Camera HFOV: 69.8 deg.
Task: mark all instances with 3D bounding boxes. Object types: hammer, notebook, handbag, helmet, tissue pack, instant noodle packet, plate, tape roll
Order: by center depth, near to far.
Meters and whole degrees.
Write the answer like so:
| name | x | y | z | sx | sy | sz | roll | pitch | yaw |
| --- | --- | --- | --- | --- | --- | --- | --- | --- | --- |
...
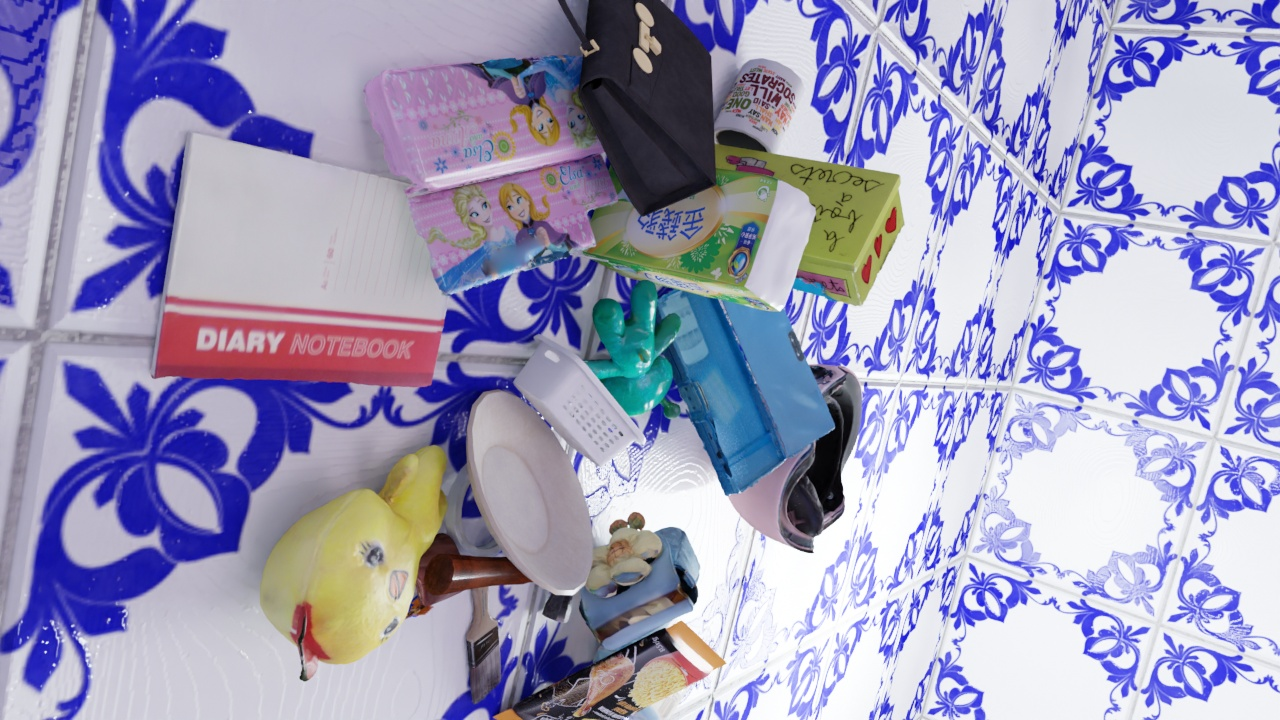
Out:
| name | x | y | z | sx | sy | sz | roll | pitch | yaw |
| --- | --- | --- | --- | --- | --- | --- | --- | --- | --- |
| notebook | -0.214 | -0.057 | 0.626 | 0.208 | 0.012 | 0.153 | 4 | 102 | -50 |
| handbag | -0.018 | -0.253 | 0.747 | 0.196 | 0.072 | 0.175 | 45 | 35 | -42 |
| handbag | -0.201 | 0.195 | 0.762 | 0.119 | 0.029 | 0.055 | -28 | 102 | -39 |
| plate | -0.101 | 0.116 | 0.798 | 0.189 | 0.027 | 0.188 | 55 | 19 | -30 |
| tape roll | -0.138 | 0.131 | 0.827 | 0.092 | 0.013 | 0.093 | -14 | 107 | -54 |
| hammer | -0.111 | 0.190 | 0.833 | 0.300 | 0.028 | 0.111 | 34 | 73 | -70 |
| tissue pack | 0.068 | -0.111 | 0.867 | 0.141 | 0.198 | 0.120 | 24 | 91 | -55 |
| handbag | 0.000 | 0.223 | 0.973 | 0.118 | 0.122 | 0.191 | 62 | 9 | 2 |
| instant noodle packet | -0.026 | 0.354 | 0.989 | 0.221 | 0.032 | 0.160 | -29 | 141 | 5 |
| tissue pack | 0.007 | 0.361 | 1.110 | 0.111 | 0.070 | 0.182 | -51 | 139 | -30 |
| helmet | 0.196 | 0.114 | 1.200 | 0.254 | 0.153 | 0.230 | -51 | 139 | -35 |

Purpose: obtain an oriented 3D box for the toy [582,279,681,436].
| name | x | y | z | sx | sy | sz | roll | pitch | yaw |
| --- | --- | --- | --- | --- | --- | --- | --- | --- | --- |
| toy | -0.005 | 0.005 | 0.911 | 0.130 | 0.072 | 0.194 | -26 | 141 | -16 |

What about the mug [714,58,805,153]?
| name | x | y | z | sx | sy | sz | roll | pitch | yaw |
| --- | --- | --- | --- | --- | --- | --- | --- | --- | --- |
| mug | 0.127 | -0.263 | 1.011 | 0.105 | 0.073 | 0.089 | 83 | 32 | -75 |

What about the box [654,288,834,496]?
| name | x | y | z | sx | sy | sz | roll | pitch | yaw |
| --- | --- | --- | --- | --- | --- | --- | --- | --- | --- |
| box | 0.114 | 0.011 | 1.022 | 0.174 | 0.034 | 0.231 | -27 | 96 | -34 |

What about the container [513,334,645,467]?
| name | x | y | z | sx | sy | sz | roll | pitch | yaw |
| --- | --- | --- | --- | --- | --- | --- | --- | --- | --- |
| container | -0.060 | 0.042 | 0.843 | 0.049 | 0.081 | 0.129 | -47 | 128 | -13 |

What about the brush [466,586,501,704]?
| name | x | y | z | sx | sy | sz | roll | pitch | yaw |
| --- | --- | --- | --- | --- | --- | --- | --- | --- | --- |
| brush | -0.152 | 0.262 | 0.880 | 0.038 | 0.012 | 0.151 | -28 | 125 | -48 |

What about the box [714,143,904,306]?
| name | x | y | z | sx | sy | sz | roll | pitch | yaw |
| --- | --- | --- | --- | --- | --- | --- | --- | --- | --- |
| box | 0.149 | -0.144 | 0.952 | 0.124 | 0.221 | 0.081 | -58 | 144 | -19 |

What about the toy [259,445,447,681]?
| name | x | y | z | sx | sy | sz | roll | pitch | yaw |
| --- | --- | --- | --- | --- | --- | --- | --- | --- | --- |
| toy | -0.204 | 0.142 | 0.686 | 0.207 | 0.092 | 0.134 | -43 | 144 | -52 |

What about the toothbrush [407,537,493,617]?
| name | x | y | z | sx | sy | sz | roll | pitch | yaw |
| --- | --- | --- | --- | --- | --- | --- | --- | --- | --- |
| toothbrush | -0.145 | 0.179 | 0.847 | 0.182 | 0.018 | 0.016 | -36 | 106 | -43 |

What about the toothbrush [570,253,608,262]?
| name | x | y | z | sx | sy | sz | roll | pitch | yaw |
| --- | --- | --- | --- | --- | --- | --- | --- | --- | --- |
| toothbrush | -0.101 | -0.098 | 0.734 | 0.181 | 0.010 | 0.010 | 7 | 99 | -34 |

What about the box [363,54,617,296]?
| name | x | y | z | sx | sy | sz | roll | pitch | yaw |
| --- | --- | --- | --- | --- | --- | --- | --- | --- | --- |
| box | -0.093 | -0.151 | 0.713 | 0.229 | 0.035 | 0.159 | -28 | 105 | -48 |
